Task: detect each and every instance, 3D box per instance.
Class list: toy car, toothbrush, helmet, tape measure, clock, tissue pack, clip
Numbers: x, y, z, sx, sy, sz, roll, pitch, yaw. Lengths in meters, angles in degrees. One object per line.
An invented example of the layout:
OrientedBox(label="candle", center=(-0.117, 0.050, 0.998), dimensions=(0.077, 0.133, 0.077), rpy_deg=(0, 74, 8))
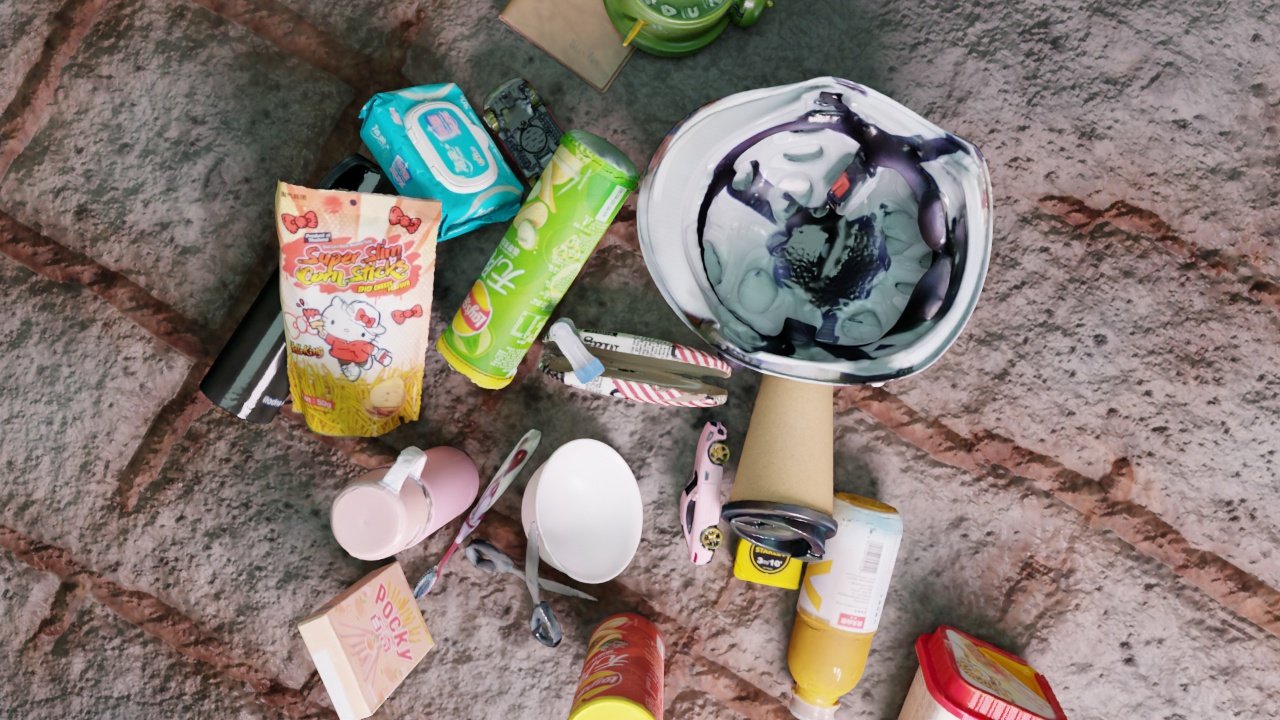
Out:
OrientedBox(label="toy car", center=(0.054, 0.112, 0.781), dimensions=(0.037, 0.056, 0.122), rpy_deg=(6, 91, -3))
OrientedBox(label="toy car", center=(-0.088, -0.184, 0.789), dimensions=(0.053, 0.045, 0.120), rpy_deg=(-32, 95, 3))
OrientedBox(label="toothbrush", center=(-0.146, 0.137, 0.814), dimensions=(0.016, 0.017, 0.187), rpy_deg=(37, 94, 2))
OrientedBox(label="helmet", center=(0.135, -0.092, 0.726), dimensions=(0.259, 0.146, 0.229), rpy_deg=(15, 88, 12))
OrientedBox(label="tape measure", center=(0.111, 0.165, 0.791), dimensions=(0.060, 0.029, 0.057), rpy_deg=(9, 93, 4))
OrientedBox(label="clock", center=(0.044, -0.323, 0.763), dimensions=(0.161, 0.056, 0.116), rpy_deg=(-19, 91, -9))
OrientedBox(label="tissue pack", center=(-0.163, -0.165, 0.770), dimensions=(0.050, 0.093, 0.133), rpy_deg=(-34, 89, 46))
OrientedBox(label="clip", center=(-0.053, -0.008, 0.743), dimensions=(0.024, 0.027, 0.056), rpy_deg=(-33, 98, 8))

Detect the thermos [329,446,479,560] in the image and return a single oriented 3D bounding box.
OrientedBox(label="thermos", center=(-0.178, 0.101, 0.726), dimensions=(0.067, 0.198, 0.087), rpy_deg=(30, 91, 4))

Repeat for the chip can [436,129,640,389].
OrientedBox(label="chip can", center=(-0.084, -0.083, 0.754), dimensions=(0.072, 0.072, 0.222), rpy_deg=(36, 107, 3))

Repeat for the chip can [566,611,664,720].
OrientedBox(label="chip can", center=(-0.016, 0.256, 0.708), dimensions=(0.073, 0.216, 0.073), rpy_deg=(0, 91, 2))

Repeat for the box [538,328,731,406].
OrientedBox(label="box", center=(-0.003, -0.004, 0.779), dimensions=(0.164, 0.076, 0.073), rpy_deg=(8, 96, 6))

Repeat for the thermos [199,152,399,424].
OrientedBox(label="thermos", center=(-0.291, -0.065, 0.785), dimensions=(0.068, 0.090, 0.242), rpy_deg=(34, 94, 23))

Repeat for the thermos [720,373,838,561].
OrientedBox(label="thermos", center=(0.119, 0.084, 0.748), dimensions=(0.093, 0.093, 0.143), rpy_deg=(11, 68, 4))

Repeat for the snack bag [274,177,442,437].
OrientedBox(label="snack bag", center=(-0.232, -0.041, 0.748), dimensions=(0.128, 0.073, 0.208), rpy_deg=(6, 119, -7))

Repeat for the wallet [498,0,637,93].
OrientedBox(label="wallet", center=(-0.049, -0.307, 0.798), dimensions=(0.115, 0.020, 0.101), rpy_deg=(35, 95, 0))

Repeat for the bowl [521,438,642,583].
OrientedBox(label="bowl", center=(-0.061, 0.129, 0.778), dimensions=(0.065, 0.118, 0.118), rpy_deg=(-17, 90, 43))

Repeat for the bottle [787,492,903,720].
OrientedBox(label="bottle", center=(0.166, 0.208, 0.768), dimensions=(0.068, 0.068, 0.189), rpy_deg=(14, 92, 4))

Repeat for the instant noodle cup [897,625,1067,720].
OrientedBox(label="instant noodle cup", center=(0.264, 0.304, 0.748), dimensions=(0.116, 0.116, 0.124), rpy_deg=(24, 105, 3))

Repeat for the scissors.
OrientedBox(label="scissors", center=(-0.092, 0.180, 0.761), dimensions=(0.159, 0.181, 0.014), rpy_deg=(28, 49, 28))

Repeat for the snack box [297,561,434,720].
OrientedBox(label="snack box", center=(-0.219, 0.225, 0.751), dimensions=(0.026, 0.157, 0.084), rpy_deg=(-24, 90, 6))
